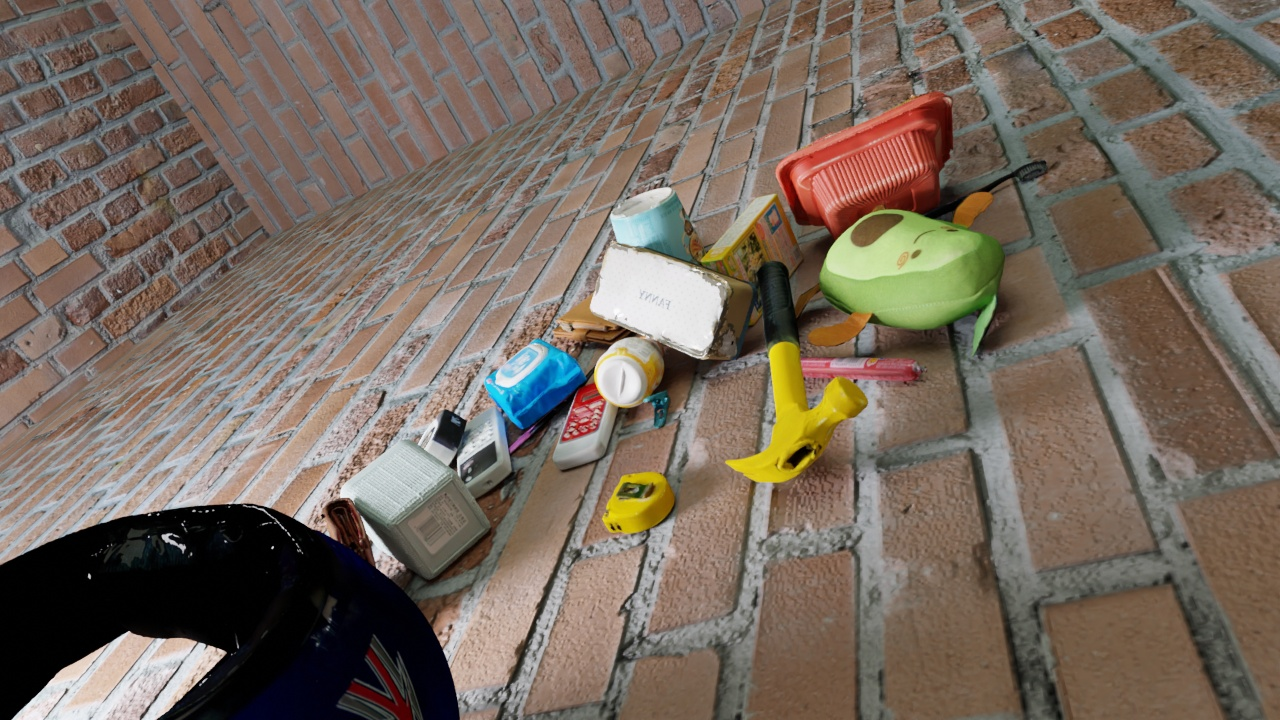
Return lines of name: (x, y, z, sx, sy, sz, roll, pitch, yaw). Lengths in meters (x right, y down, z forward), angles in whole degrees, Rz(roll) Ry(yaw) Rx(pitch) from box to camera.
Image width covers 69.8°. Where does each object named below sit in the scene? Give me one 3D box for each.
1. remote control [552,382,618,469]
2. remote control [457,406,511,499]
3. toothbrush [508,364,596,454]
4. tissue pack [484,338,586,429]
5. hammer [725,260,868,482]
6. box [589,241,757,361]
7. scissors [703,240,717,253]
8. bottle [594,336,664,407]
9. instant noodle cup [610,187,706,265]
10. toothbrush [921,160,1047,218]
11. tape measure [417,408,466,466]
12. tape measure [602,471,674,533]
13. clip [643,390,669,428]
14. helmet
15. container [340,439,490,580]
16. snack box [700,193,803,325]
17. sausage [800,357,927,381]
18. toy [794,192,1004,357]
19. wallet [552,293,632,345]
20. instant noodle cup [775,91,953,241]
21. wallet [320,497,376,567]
remote control: (-0.052, 0.061, 0.939, 0.056, 0.020, 0.135, -19, 26, 20)
remote control: (-0.171, 0.097, 0.987, 0.058, 0.021, 0.150, -37, 23, 2)
toothbrush: (-0.083, 0.048, 1.012, 0.188, 0.018, 0.014, -43, 27, -22)
tissue pack: (-0.124, 0.021, 1.035, 0.095, 0.052, 0.157, -40, 20, -10)
hammer: (0.123, -0.006, 0.788, 0.129, 0.033, 0.300, -49, 18, 28)
box: (0.026, -0.064, 0.947, 0.184, 0.090, 0.061, 27, 15, 38)
scissors: (0.085, -0.137, 1.177, 0.221, 0.022, 0.234, -24, 25, 9)
bottle: (-0.006, 0.006, 0.948, 0.063, 0.063, 0.108, -19, 12, 21)
instant noodle cup: (0.022, -0.128, 1.048, 0.111, 0.120, 0.111, -19, 24, 9)
toothbrush: (0.340, -0.167, 0.975, 0.190, 0.014, 0.016, -24, 48, 12)
tape measure: (-0.224, 0.096, 1.014, 0.066, 0.033, 0.065, -47, 22, 32)
tape measure: (-0.002, 0.116, 0.767, 0.057, 0.029, 0.059, -12, 29, 31)
clip: (0.018, 0.042, 0.900, 0.013, 0.034, 0.054, -18, 16, 17)
helmet: (-0.260, 0.235, 0.541, 0.316, 0.241, 0.246, -7, 31, 18)
container: (-0.210, 0.142, 0.871, 0.089, 0.090, 0.112, -41, 30, -25)
snack box: (0.125, -0.110, 1.003, 0.034, 0.087, 0.140, -5, 33, 40)
sausage: (0.179, 0.007, 0.799, 0.156, 0.020, 0.020, 2, 38, 48)
toy: (0.235, -0.083, 0.832, 0.226, 0.090, 0.247, -44, 23, -10)
wallet: (-0.039, -0.058, 1.144, 0.107, 0.031, 0.132, -38, 26, -29)
instant noodle cup: (0.249, -0.191, 0.973, 0.189, 0.164, 0.079, -24, 69, 14)
wallet: (-0.251, 0.186, 0.811, 0.032, 0.101, 0.125, -16, 17, -23)
